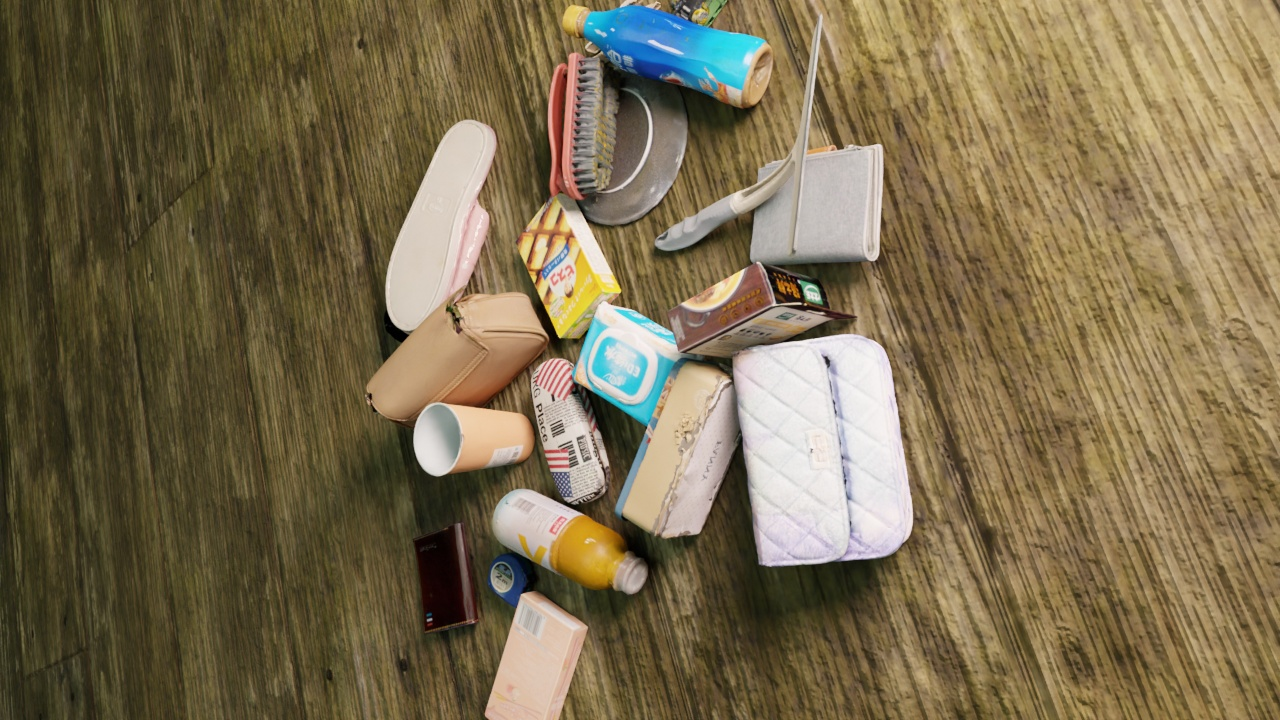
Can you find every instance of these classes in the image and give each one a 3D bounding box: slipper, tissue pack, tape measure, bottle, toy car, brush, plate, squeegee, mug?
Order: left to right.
[{"bbox_3d":[-0.293,-0.052,1.160,0.039,0.058,0.057,-33,46,29],"label":"tape measure"},{"bbox_3d":[-0.236,-0.161,1.124,0.114,0.054,0.274,14,85,34],"label":"slipper"},{"bbox_3d":[-0.180,0.087,1.023,0.078,0.122,0.078,-3,85,38],"label":"mug"},{"bbox_3d":[-0.147,0.248,1.049,0.058,0.025,0.054,26,101,32],"label":"tape measure"},{"bbox_3d":[-0.075,0.194,0.970,0.190,0.068,0.068,18,98,37],"label":"bottle"},{"bbox_3d":[-0.064,-0.242,0.965,0.069,0.063,0.146,5,91,27],"label":"brush"},{"bbox_3d":[-0.027,-0.235,0.989,0.180,0.024,0.179,-3,86,37],"label":"plate"},{"bbox_3d":[-0.006,0.005,0.932,0.140,0.063,0.090,31,105,35],"label":"tissue pack"},{"bbox_3d":[0.021,-0.309,0.901,0.219,0.065,0.065,25,102,21],"label":"bottle"},{"bbox_3d":[0.067,-0.369,0.918,0.043,0.036,0.091,49,116,30],"label":"toy car"},{"bbox_3d":[0.091,-0.152,0.858,0.247,0.039,0.246,-31,43,54],"label":"squeegee"}]

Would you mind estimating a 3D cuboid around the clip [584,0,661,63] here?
[{"bbox_3d":[-0.017,-0.359,0.985,0.103,0.034,0.092,18,102,45],"label":"clip"}]

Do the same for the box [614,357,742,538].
[{"bbox_3d":[0.043,0.090,0.873,0.060,0.089,0.184,30,100,33],"label":"box"}]

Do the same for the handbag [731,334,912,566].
[{"bbox_3d":[0.154,0.074,0.787,0.134,0.075,0.193,-11,81,23],"label":"handbag"}]

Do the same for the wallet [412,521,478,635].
[{"bbox_3d":[-0.240,0.268,1.124,0.097,0.020,0.122,-22,72,35],"label":"wallet"}]

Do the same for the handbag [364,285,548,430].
[{"bbox_3d":[-0.209,-0.003,1.035,0.205,0.147,0.099,-41,66,23],"label":"handbag"}]

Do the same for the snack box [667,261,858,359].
[{"bbox_3d":[0.108,-0.041,0.817,0.126,0.113,0.053,-28,71,32],"label":"snack box"}]

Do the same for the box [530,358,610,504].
[{"bbox_3d":[-0.075,0.076,1.000,0.071,0.057,0.164,-36,64,49],"label":"box"}]

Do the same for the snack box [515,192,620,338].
[{"bbox_3d":[-0.082,-0.104,1.009,0.087,0.033,0.140,-45,63,36],"label":"snack box"}]

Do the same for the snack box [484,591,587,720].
[{"bbox_3d":[-0.117,0.346,1.018,0.084,0.026,0.157,24,102,36],"label":"snack box"}]

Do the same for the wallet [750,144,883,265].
[{"bbox_3d":[0.160,-0.140,0.830,0.130,0.037,0.106,4,88,49],"label":"wallet"}]
